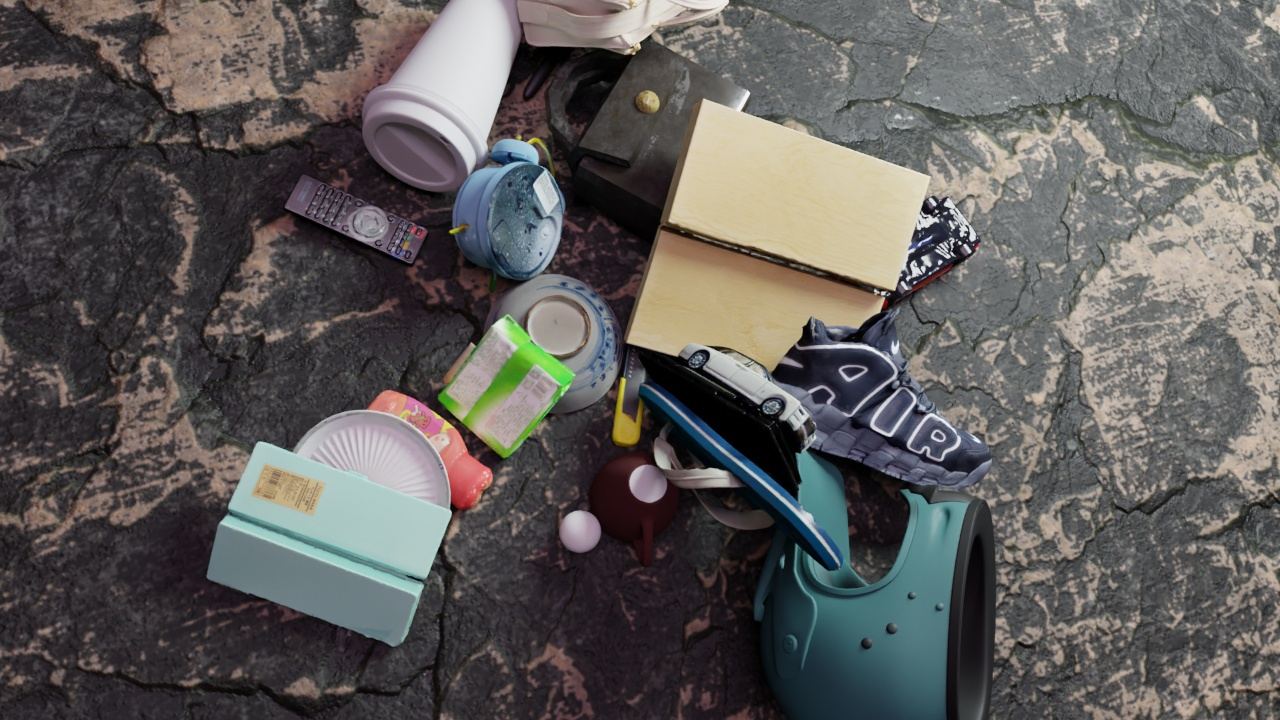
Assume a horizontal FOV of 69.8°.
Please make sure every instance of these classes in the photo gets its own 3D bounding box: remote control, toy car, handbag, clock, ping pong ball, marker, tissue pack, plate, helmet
[{"bbox_3d":[-0.292,-0.144,0.948,0.140,0.021,0.045,24,71,-7],"label":"remote control"},{"bbox_3d":[0.299,-0.121,1.029,0.189,0.056,0.081,-29,81,-23],"label":"toy car"},{"bbox_3d":[0.090,0.034,0.864,0.071,0.094,0.192,-43,40,-12],"label":"toy car"},{"bbox_3d":[-0.004,-0.260,0.992,0.199,0.102,0.197,27,70,-1],"label":"handbag"},{"bbox_3d":[-0.126,-0.156,0.933,0.060,0.118,0.161,12,57,31],"label":"clock"},{"bbox_3d":[-0.058,0.164,0.879,0.040,0.040,0.040,3,72,-10],"label":"ping pong ball"},{"bbox_3d":[-0.101,-0.349,1.051,0.018,0.015,0.133,19,67,26],"label":"marker"},{"bbox_3d":[-0.133,0.026,0.889,0.099,0.034,0.114,42,109,4],"label":"tissue pack"},{"bbox_3d":[-0.251,0.123,0.843,0.157,0.014,0.157,0,94,3],"label":"plate"},{"bbox_3d":[0.000,-0.392,0.984,0.198,0.101,0.194,21,48,28],"label":"handbag"},{"bbox_3d":[0.202,0.220,0.830,0.201,0.176,0.274,0,76,33],"label":"helmet"}]

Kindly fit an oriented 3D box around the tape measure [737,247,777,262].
[{"bbox_3d":[0.122,-0.091,1.005,0.060,0.020,0.062,31,70,0],"label":"tape measure"}]

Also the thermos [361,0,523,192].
[{"bbox_3d":[-0.194,-0.297,0.966,0.131,0.132,0.221,20,62,-4],"label":"thermos"}]

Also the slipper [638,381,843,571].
[{"bbox_3d":[0.071,0.111,0.825,0.060,0.295,0.118,-46,124,-4],"label":"slipper"}]

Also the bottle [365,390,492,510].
[{"bbox_3d":[-0.204,0.089,0.873,0.134,0.048,0.071,36,73,2],"label":"bottle"}]

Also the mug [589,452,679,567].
[{"bbox_3d":[0.001,0.138,0.873,0.087,0.088,0.114,-3,73,-11],"label":"mug"}]

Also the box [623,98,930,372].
[{"bbox_3d":[0.137,-0.104,0.934,0.247,0.068,0.254,15,104,-10],"label":"box"}]

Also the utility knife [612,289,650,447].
[{"bbox_3d":[-0.006,0.006,0.953,0.028,0.020,0.172,10,70,-9],"label":"utility knife"}]

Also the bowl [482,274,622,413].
[{"bbox_3d":[-0.085,-0.026,0.927,0.150,0.057,0.150,3,71,-9],"label":"bowl"}]

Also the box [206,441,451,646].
[{"bbox_3d":[-0.278,0.165,0.818,0.187,0.052,0.139,20,99,-3],"label":"box"}]

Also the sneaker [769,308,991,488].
[{"bbox_3d":[0.247,0.026,0.912,0.252,0.097,0.151,18,108,-6],"label":"sneaker"}]
